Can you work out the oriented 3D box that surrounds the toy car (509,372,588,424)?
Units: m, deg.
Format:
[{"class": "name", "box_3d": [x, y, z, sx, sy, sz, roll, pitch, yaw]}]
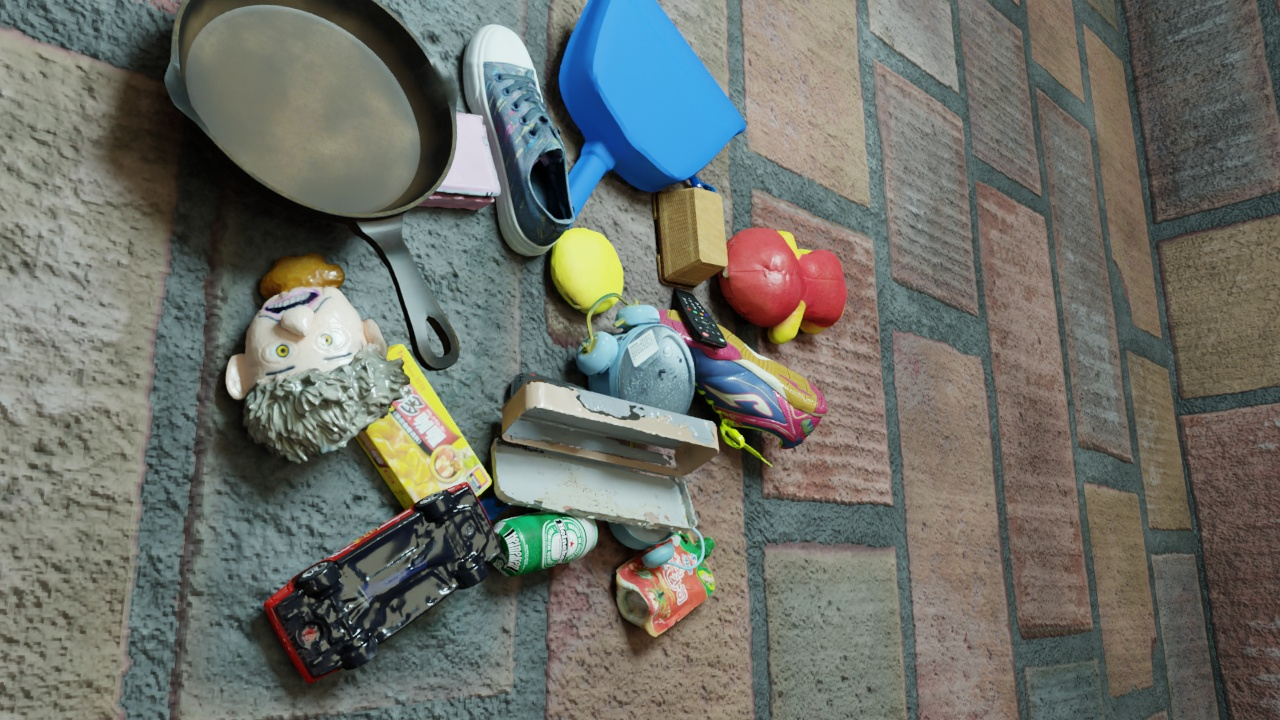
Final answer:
[{"class": "toy car", "box_3d": [-0.086, 0.038, 0.904, 0.091, 0.036, 0.042, 18, 68, -40]}]

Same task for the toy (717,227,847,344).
[{"class": "toy", "box_3d": [0.180, -0.101, 1.160, 0.215, 0.099, 0.147, 5, 69, -49]}]

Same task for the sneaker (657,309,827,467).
[{"class": "sneaker", "box_3d": [0.096, 0.030, 1.051, 0.241, 0.091, 0.116, 29, 25, -12]}]

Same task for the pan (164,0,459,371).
[{"class": "pan", "box_3d": [-0.234, -0.152, 0.738, 0.248, 0.043, 0.356, -21, 85, -45]}]

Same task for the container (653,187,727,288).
[{"class": "container", "box_3d": [0.060, -0.148, 1.074, 0.063, 0.061, 0.114, 5, 76, -43]}]

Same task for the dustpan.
[{"class": "dustpan", "box_3d": [-0.017, -0.249, 1.002, 0.245, 0.060, 0.257, 45, 60, -32]}]

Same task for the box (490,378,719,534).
[{"class": "box", "box_3d": [-0.027, 0.085, 0.879, 0.216, 0.108, 0.095, 15, 28, -28]}]

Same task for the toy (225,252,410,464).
[{"class": "toy", "box_3d": [-0.255, -0.010, 0.714, 0.132, 0.076, 0.175, -13, 71, -18]}]

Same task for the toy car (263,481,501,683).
[{"class": "toy car", "box_3d": [-0.200, 0.173, 0.739, 0.188, 0.056, 0.081, -31, 103, -32]}]

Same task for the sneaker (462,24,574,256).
[{"class": "sneaker", "box_3d": [-0.110, -0.226, 0.916, 0.087, 0.079, 0.235, -10, 87, -45]}]

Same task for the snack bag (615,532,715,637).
[{"class": "snack bag", "box_3d": [0.036, 0.228, 0.982, 0.154, 0.044, 0.087, -25, 86, -50]}]

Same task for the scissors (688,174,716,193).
[{"class": "scissors", "box_3d": [0.055, -0.225, 1.108, 0.133, 0.015, 0.103, -22, 112, -45]}]

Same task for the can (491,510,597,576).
[{"class": "can", "box_3d": [-0.092, 0.167, 0.855, 0.101, 0.053, 0.053, -5, 83, -44]}]

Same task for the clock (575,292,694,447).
[{"class": "clock", "box_3d": [-0.006, 0.006, 0.959, 0.117, 0.060, 0.162, -38, 116, -38]}]

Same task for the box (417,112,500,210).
[{"class": "box", "box_3d": [-0.231, -0.188, 0.813, 0.232, 0.046, 0.098, -3, 83, -44]}]

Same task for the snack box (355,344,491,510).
[{"class": "snack box", "box_3d": [-0.198, 0.068, 0.796, 0.075, 0.025, 0.152, -43, 110, -41]}]

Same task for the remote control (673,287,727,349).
[{"class": "remote control", "box_3d": [0.064, -0.048, 1.034, 0.039, 0.010, 0.124, 17, 24, -23]}]

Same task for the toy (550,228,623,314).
[{"class": "toy", "box_3d": [-0.055, -0.094, 0.965, 0.095, 0.041, 0.094, 39, 53, -32]}]

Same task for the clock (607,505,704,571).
[{"class": "clock", "box_3d": [0.018, 0.169, 0.948, 0.123, 0.042, 0.087, 37, 47, -8]}]

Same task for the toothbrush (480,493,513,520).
[{"class": "toothbrush", "box_3d": [-0.124, 0.129, 0.860, 0.132, 0.016, 0.021, -26, 96, -45]}]
